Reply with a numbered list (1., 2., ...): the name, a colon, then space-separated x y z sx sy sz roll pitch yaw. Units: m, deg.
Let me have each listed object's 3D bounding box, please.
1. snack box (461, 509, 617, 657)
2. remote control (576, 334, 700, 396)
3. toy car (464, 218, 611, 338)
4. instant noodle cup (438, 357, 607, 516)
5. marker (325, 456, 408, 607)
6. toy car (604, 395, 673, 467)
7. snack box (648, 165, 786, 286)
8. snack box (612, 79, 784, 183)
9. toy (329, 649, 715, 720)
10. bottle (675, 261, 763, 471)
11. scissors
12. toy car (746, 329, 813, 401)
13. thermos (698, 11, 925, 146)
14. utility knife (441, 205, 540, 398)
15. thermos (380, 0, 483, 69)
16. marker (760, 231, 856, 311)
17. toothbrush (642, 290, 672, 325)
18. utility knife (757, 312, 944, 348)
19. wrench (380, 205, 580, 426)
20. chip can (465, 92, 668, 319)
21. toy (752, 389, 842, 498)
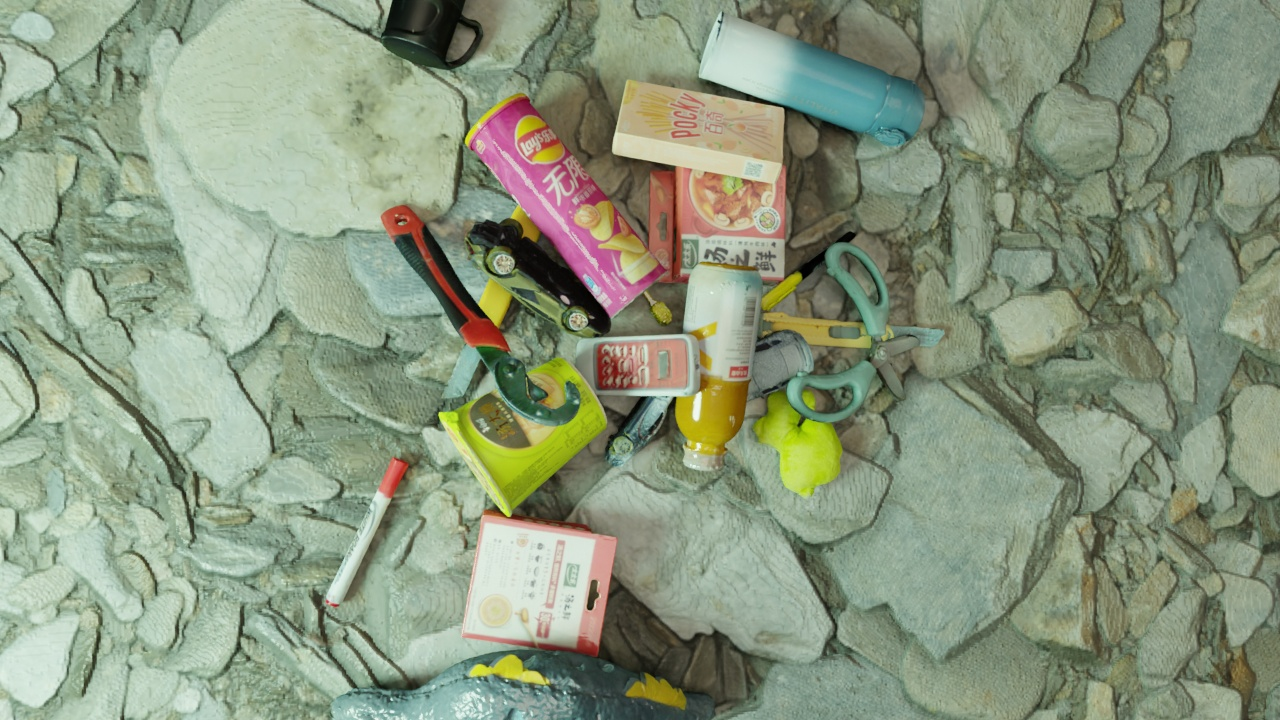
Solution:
1. snack box: -0.094 0.206 0.854 0.127 0.044 0.113 11 86 -6
2. remote control: -0.005 0.005 0.839 0.020 0.136 0.056 -4 93 -52
3. toy car: -0.091 -0.072 0.840 0.158 0.070 0.042 37 117 -19
4. instant noodle cup: -0.100 0.060 0.831 0.123 0.112 0.111 -35 93 -16
5. marker: -0.253 0.158 0.847 0.017 0.017 0.145 26 85 -7
6. toy car: 0.003 0.056 0.869 0.031 0.049 0.105 35 84 -8
7. snack box: 0.073 -0.131 0.885 0.127 0.044 0.113 1 88 -8
8. snack box: 0.057 -0.217 0.867 0.157 0.026 0.084 10 53 -2
9. toy: -0.098 0.307 0.814 0.356 0.138 0.091 2 63 -7
10. bottle: 0.069 0.006 0.839 0.068 0.068 0.189 5 98 -8
11. scissors: 0.194 -0.020 0.881 0.169 0.019 0.171 -30 98 -26
12. toy car: 0.107 0.011 0.887 0.120 0.037 0.054 -21 98 0
13. thermos: 0.168 -0.270 0.891 0.220 0.070 0.070 18 86 -7
14. utility knife: -0.138 -0.061 0.868 0.033 0.015 0.216 24 83 -8
15. thermos: -0.169 -0.395 0.855 0.090 0.068 0.242 17 88 -40
16. marker: 0.167 -0.089 0.910 0.124 0.018 0.015 -38 74 -9
17. toothbrush: -0.029 -0.111 0.884 0.015 0.016 0.190 -38 94 -7
18. utility knife: 0.206 -0.029 0.919 0.204 0.021 0.031 3 94 -12
19. wrench: -0.151 -0.043 0.818 0.056 0.016 0.273 -34 70 -24
20. chip can: -0.066 -0.140 0.840 0.071 0.071 0.210 -39 92 -7
21. toy: 0.158 0.079 0.899 0.100 0.031 0.096 28 83 -6
